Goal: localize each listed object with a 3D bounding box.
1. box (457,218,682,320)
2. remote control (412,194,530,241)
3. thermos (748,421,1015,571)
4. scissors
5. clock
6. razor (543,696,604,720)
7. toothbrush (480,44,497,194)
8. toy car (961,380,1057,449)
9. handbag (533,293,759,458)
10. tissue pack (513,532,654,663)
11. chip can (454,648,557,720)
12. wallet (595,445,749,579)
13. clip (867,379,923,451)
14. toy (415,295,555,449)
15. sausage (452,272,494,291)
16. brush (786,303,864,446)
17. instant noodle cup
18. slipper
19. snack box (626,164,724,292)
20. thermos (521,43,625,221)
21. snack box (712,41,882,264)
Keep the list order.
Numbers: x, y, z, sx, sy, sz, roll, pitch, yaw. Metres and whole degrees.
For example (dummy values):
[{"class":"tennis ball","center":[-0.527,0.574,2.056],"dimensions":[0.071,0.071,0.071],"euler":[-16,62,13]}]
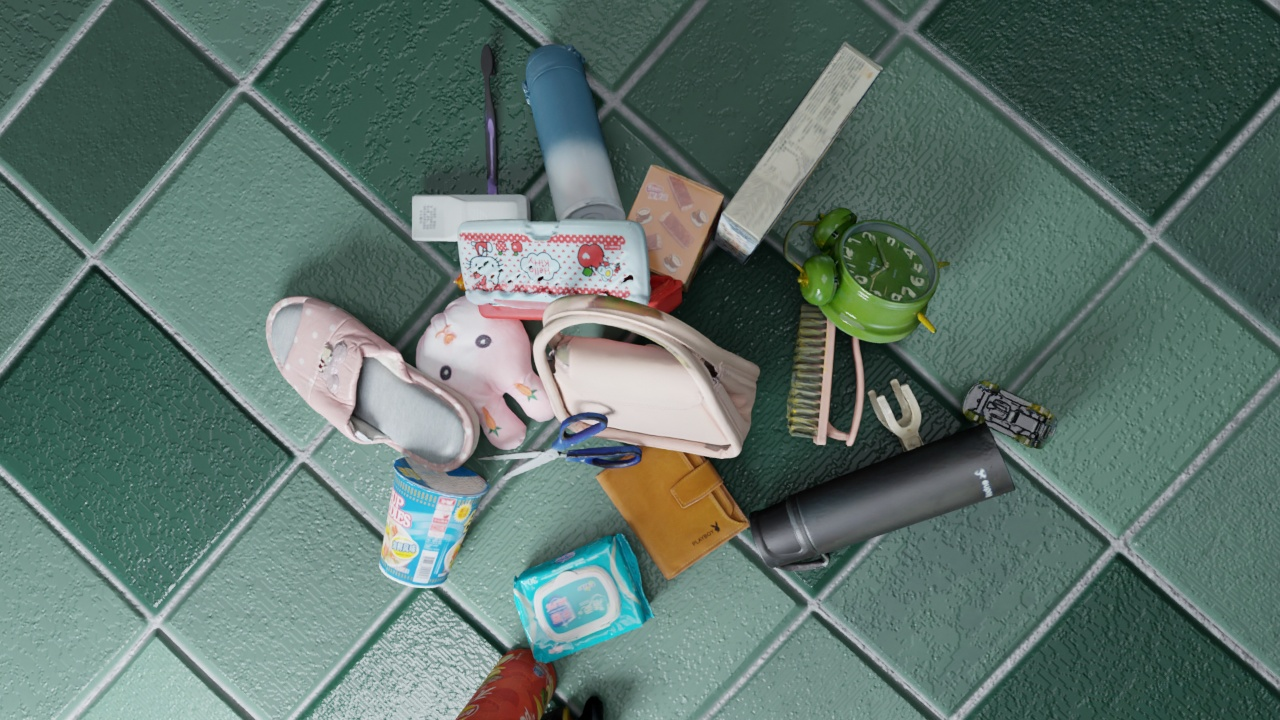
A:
[{"class":"box","center":[-0.066,-0.089,0.857],"dimensions":[0.201,0.094,0.100],"euler":[4,110,27]},{"class":"remote control","center":[-0.177,-0.149,0.957],"dimensions":[0.125,0.024,0.049],"euler":[1,93,10]},{"class":"thermos","center":[0.232,0.141,0.889],"dimensions":[0.243,0.068,0.090],"euler":[-24,125,17]},{"class":"scissors","center":[-0.080,0.088,0.908],"dimensions":[0.162,0.163,0.012],"euler":[8,55,-6]},{"class":"clock","center":[0.213,-0.086,0.883],"dimensions":[0.161,0.056,0.115],"euler":[22,56,1]},{"class":"razor","center":[-0.108,0.400,0.939],"dimensions":[0.167,0.062,0.067],"euler":[-25,118,9]},{"class":"toothbrush","center":[-0.157,-0.237,0.968],"dimensions":[0.014,0.016,0.189],"euler":[-1,92,11]},{"class":"toy car","center":[0.362,0.054,0.906],"dimensions":[0.091,0.036,0.043],"euler":[27,92,4]},{"class":"handbag","center":[-0.005,0.005,0.830],"dimensions":[0.193,0.234,0.093],"euler":[6,69,20]},{"class":"tissue pack","center":[-0.058,0.240,0.933],"dimensions":[0.133,0.050,0.093],"euler":[-24,87,4]},{"class":"chip can","center":[-0.131,0.336,0.855],"dimensions":[0.073,0.216,0.073],"euler":[0,90,6]},{"class":"wallet","center":[0.038,0.138,0.937],"dimensions":[0.119,0.035,0.130],"euler":[-36,86,10]},{"class":"clip","center":[0.263,0.064,0.925],"dimensions":[0.035,0.086,0.104],"euler":[-27,115,3]},{"class":"toy","center":[-0.156,0.011,0.944],"dimensions":[0.121,0.054,0.159],"euler":[-41,91,6]},{"class":"sausage","center":[-0.115,-0.074,0.956],"dimensions":[0.165,0.021,0.021],"euler":[8,90,5]},{"class":"brush","center":[0.186,0.010,0.910],"dimensions":[0.073,0.063,0.145],"euler":[6,88,9]},{"class":"instant noodle cup","center":[-0.216,0.166,0.930],"dimensions":[0.099,0.099,0.110],"euler":[19,98,5]},{"class":"slipper","center":[-0.283,0.024,0.929],"dimensions":[0.274,0.054,0.114],"euler":[32,107,15]},{"class":"snack box","center":[0.029,-0.128,0.908],"dimensions":[0.077,0.092,0.094],"euler":[24,91,4]},{"class":"thermos","center":[-0.069,-0.216,0.896],"dimensions":[0.070,0.070,0.220],"euler":[-17,62,4]},{"class":"snack box","center":[0.138,-0.183,0.855],"dimensions":[0.046,0.182,0.178],"euler":[35,92,2]}]
